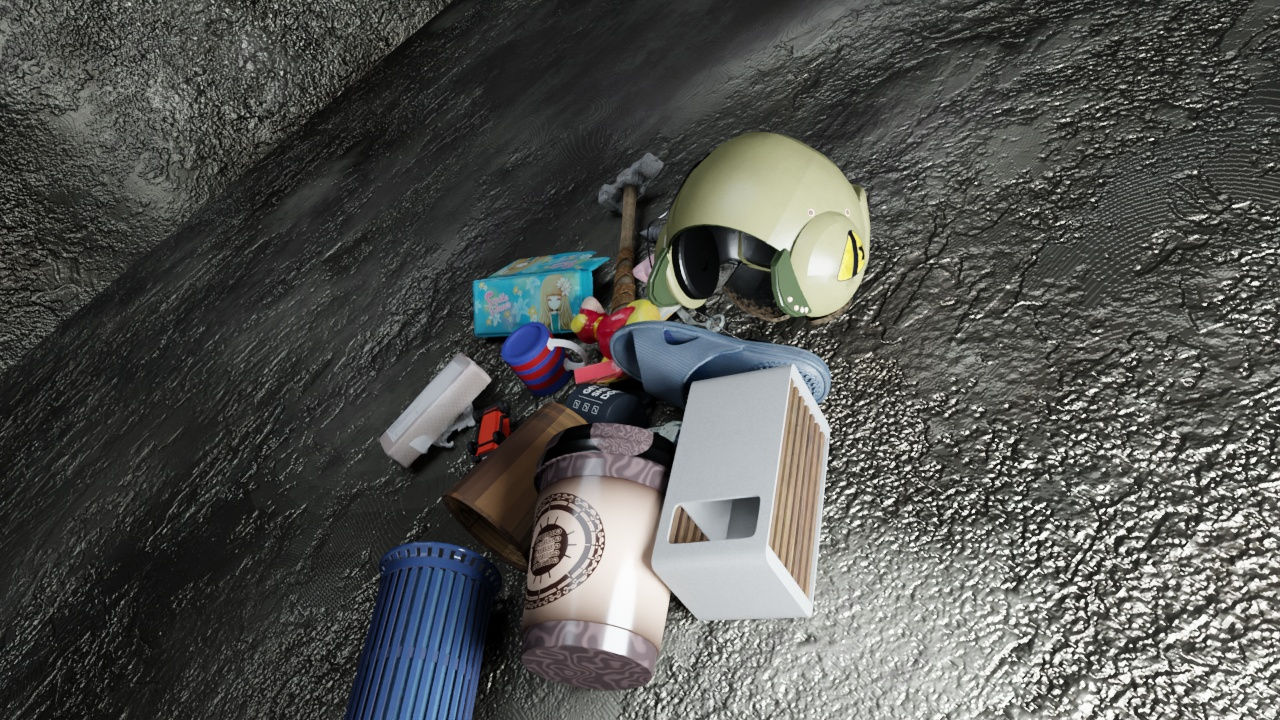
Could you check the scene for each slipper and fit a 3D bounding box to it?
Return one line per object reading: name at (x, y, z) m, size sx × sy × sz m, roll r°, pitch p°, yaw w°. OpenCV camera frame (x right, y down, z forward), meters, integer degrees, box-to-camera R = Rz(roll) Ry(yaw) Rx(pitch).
slipper at (0.080, 0.025, 1.045) m, size 0.264 × 0.101 × 0.082 m, roll 9°, pitch 46°, yaw 21°

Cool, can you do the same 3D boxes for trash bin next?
trash bin at (0.108, 0.132, 0.925) m, size 0.115 × 0.114 × 0.228 m, roll -11°, pitch 44°, yaw 29°
trash bin at (-0.233, 0.334, 0.961) m, size 0.139 × 0.139 × 0.248 m, roll -18°, pitch 43°, yaw 22°

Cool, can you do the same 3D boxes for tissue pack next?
tissue pack at (-0.296, 0.079, 1.344) m, size 0.181 × 0.071 × 0.104 m, roll -45°, pitch 26°, yaw -11°

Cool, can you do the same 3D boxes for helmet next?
helmet at (0.149, -0.125, 1.034) m, size 0.251 × 0.256 × 0.232 m, roll 7°, pitch 56°, yaw 40°

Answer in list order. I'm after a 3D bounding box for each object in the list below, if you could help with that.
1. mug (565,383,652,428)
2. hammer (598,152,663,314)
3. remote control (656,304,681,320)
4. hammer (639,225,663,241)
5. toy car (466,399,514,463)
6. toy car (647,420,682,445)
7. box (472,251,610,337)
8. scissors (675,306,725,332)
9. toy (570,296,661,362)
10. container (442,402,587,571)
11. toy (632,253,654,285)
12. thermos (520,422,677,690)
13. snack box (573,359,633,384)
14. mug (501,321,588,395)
mug at (-0.032, 0.064, 1.153) m, size 0.104 × 0.071 × 0.077 m, roll -29°, pitch 29°, yaw -37°
hammer at (-0.020, -0.186, 1.405) m, size 0.122 × 0.049 × 0.318 m, roll -34°, pitch 38°, yaw 36°
remote control at (0.010, -0.056, 1.268) m, size 0.125 × 0.018 × 0.038 m, roll -43°, pitch 36°, yaw 5°
hammer at (0.111, -0.181, 1.319) m, size 0.323 × 0.043 × 0.155 m, roll 10°, pitch 56°, yaw 46°
toy car at (-0.200, 0.102, 1.250) m, size 0.051 × 0.049 × 0.100 m, roll -22°, pitch 39°, yaw 18°
toy car at (0.012, 0.101, 1.079) m, size 0.106 × 0.033 × 0.047 m, roll -29°, pitch 24°, yaw 42°
box at (-0.155, -0.115, 1.408) m, size 0.228 × 0.083 × 0.172 m, roll -1°, pitch 59°, yaw 37°
scissors at (0.064, -0.042, 1.229) m, size 0.172 × 0.014 × 0.090 m, roll 14°, pitch 76°, yaw 56°
toy at (-0.034, -0.038, 1.239) m, size 0.137 × 0.067 × 0.105 m, roll 10°, pitch 67°, yaw 36°
container at (-0.130, 0.144, 1.097) m, size 0.132 × 0.132 × 0.167 m, roll 13°, pitch 53°, yaw 45°
toy at (0.030, -0.126, 1.291) m, size 0.099 × 0.095 × 0.053 m, roll -2°, pitch 94°, yaw 37°
thermos at (-0.038, 0.201, 0.934) m, size 0.173 × 0.173 × 0.225 m, roll -13°, pitch 49°, yaw 27°
snack box at (-0.007, 0.007, 1.176) m, size 0.133 × 0.089 × 0.021 m, roll -14°, pitch 82°, yaw 26°
mug at (-0.129, -0.005, 1.285) m, size 0.112 × 0.076 × 0.074 m, roll -11°, pitch 44°, yaw 30°
